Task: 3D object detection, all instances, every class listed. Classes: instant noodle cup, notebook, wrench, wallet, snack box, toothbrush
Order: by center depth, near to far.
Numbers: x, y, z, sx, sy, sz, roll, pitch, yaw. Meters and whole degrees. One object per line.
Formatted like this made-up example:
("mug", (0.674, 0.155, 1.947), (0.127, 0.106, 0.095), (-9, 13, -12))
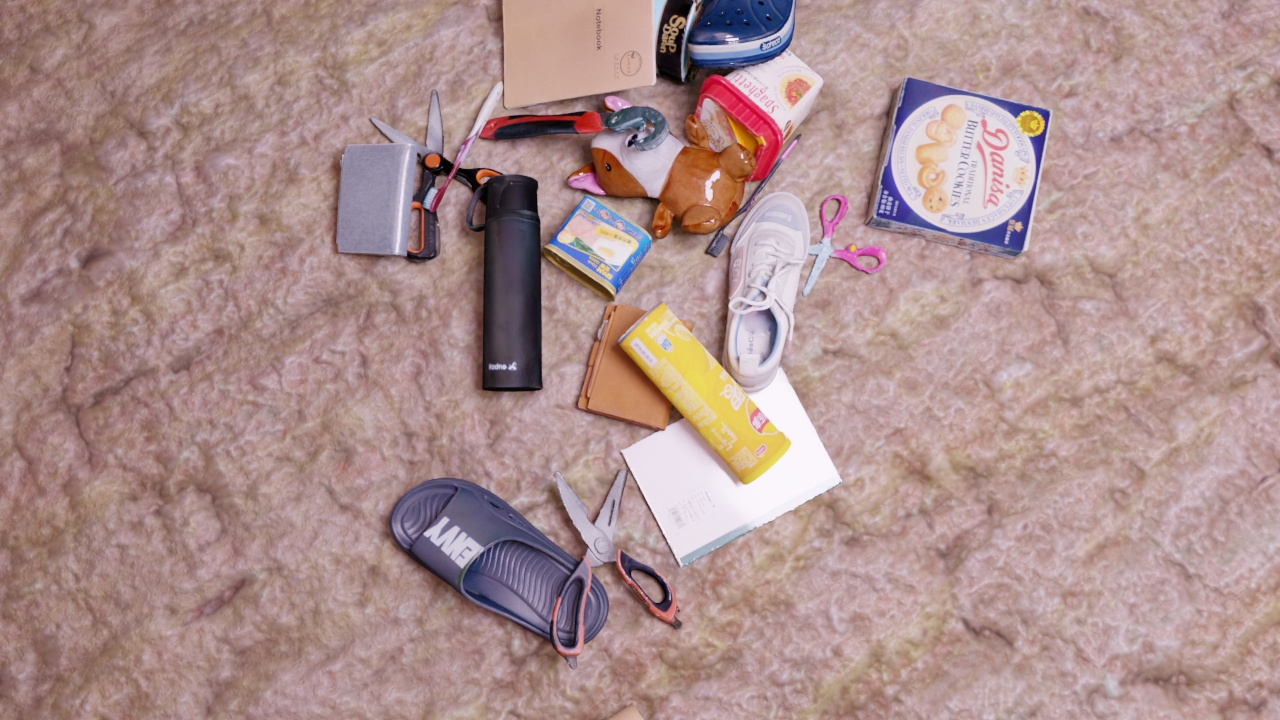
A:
("notebook", (0.104, 0.120, 1.043), (0.209, 0.012, 0.150), (-27, 81, -4))
("wrench", (-0.081, -0.267, 1.048), (0.274, 0.016, 0.056), (11, 64, 35))
("wallet", (-0.006, 0.006, 1.055), (0.108, 0.031, 0.131), (14, 76, 5))
("instant noodle cup", (0.139, -0.294, 1.072), (0.116, 0.117, 0.124), (42, 72, 8))
("wallet", (-0.310, -0.188, 1.077), (0.107, 0.037, 0.129), (6, 91, 26))
("notebook", (-0.076, -0.383, 1.078), (0.208, 0.008, 0.148), (0, 93, 29))
("snack box", (0.376, -0.227, 1.083), (0.182, 0.046, 0.177), (14, 81, 4))
("instant noodle cup", (0.011, -0.396, 1.095), (0.120, 0.111, 0.111), (15, 80, 12))
("toothbrush", (0.140, -0.198, 1.099), (0.018, 0.014, 0.189), (38, 82, -3))
("toothbrush", (-0.211, -0.258, 1.100), (0.017, 0.016, 0.187), (22, 76, 14))

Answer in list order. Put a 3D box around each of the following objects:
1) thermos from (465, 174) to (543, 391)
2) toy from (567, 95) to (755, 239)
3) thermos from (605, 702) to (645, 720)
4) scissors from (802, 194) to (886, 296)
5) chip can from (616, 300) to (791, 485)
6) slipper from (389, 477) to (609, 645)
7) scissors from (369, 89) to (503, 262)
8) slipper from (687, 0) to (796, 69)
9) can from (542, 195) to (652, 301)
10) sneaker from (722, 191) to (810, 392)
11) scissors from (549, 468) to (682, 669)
("thermos", (-0.156, -0.086, 1.053), (0.090, 0.068, 0.242), (-5, 82, 24))
("toy", (0.022, -0.220, 1.057), (0.199, 0.130, 0.140), (30, 87, 16))
("thermos", (-0.047, 0.428, 0.957), (0.143, 0.093, 0.093), (-36, 81, -12))
("scissors", (0.223, -0.138, 1.086), (0.133, 0.017, 0.134), (1, 83, 5))
("chip can", (0.068, 0.036, 1.004), (0.072, 0.072, 0.213), (-43, 89, -6))
("slipper", (-0.153, 0.217, 0.998), (0.268, 0.083, 0.110), (32, 80, 5))
("scissors", (-0.238, -0.220, 1.109), (0.232, 0.022, 0.220), (15, 75, 3))
("slipper", (0.128, -0.422, 1.050), (0.105, 0.095, 0.252), (5, 47, 23))
("can", (-0.048, -0.131, 1.069), (0.102, 0.057, 0.083), (35, 80, 6))
("sneaker", (0.138, -0.088, 1.033), (0.089, 0.091, 0.242), (10, 76, 9))
("scissors", (-0.044, 0.223, 1.000), (0.188, 0.015, 0.223), (-36, 87, -29))
